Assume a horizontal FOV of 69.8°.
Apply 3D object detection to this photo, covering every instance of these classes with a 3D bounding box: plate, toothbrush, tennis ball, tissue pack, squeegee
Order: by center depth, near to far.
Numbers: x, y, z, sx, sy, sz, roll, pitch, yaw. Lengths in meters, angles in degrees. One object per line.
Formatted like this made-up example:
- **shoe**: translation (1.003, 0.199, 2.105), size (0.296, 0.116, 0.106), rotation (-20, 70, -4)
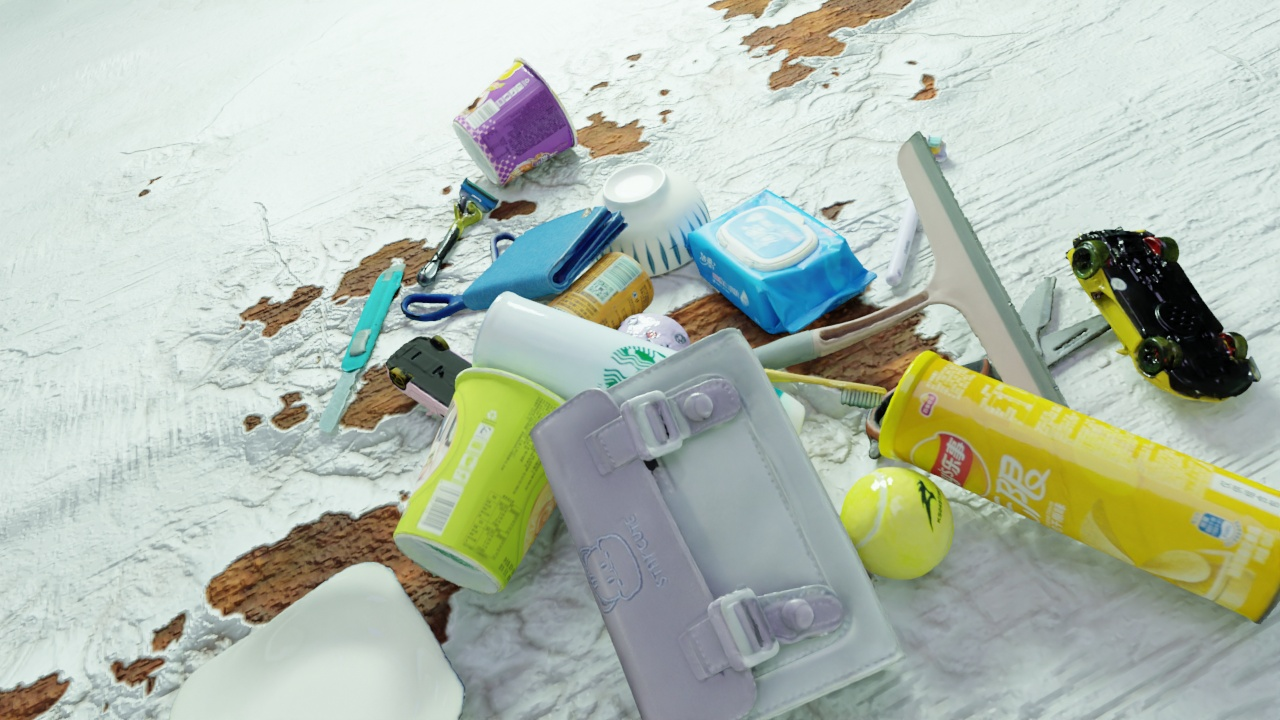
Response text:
- **tennis ball**: translation (0.151, 0.096, 0.544), size (0.065, 0.065, 0.065), rotation (-10, 43, 9)
- **plate**: translation (-0.196, 0.218, 0.563), size (0.163, 0.034, 0.164), rotation (-34, 45, -16)
- **toothbrush**: translation (0.075, 0.013, 0.643), size (0.192, 0.016, 0.018), rotation (7, 79, 24)
- **squeegee**: translation (0.132, -0.018, 0.665), size (0.250, 0.040, 0.247), rotation (-21, 61, 11)
- **tissue pack**: translation (0.110, -0.083, 0.752), size (0.095, 0.052, 0.157), rotation (-31, 44, -12)
- **toothbrush**: translation (0.235, -0.129, 0.781), size (0.021, 0.029, 0.188), rotation (-34, 24, 51)

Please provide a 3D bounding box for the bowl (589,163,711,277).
- **bowl**: translation (0.003, -0.136, 0.834), size (0.116, 0.066, 0.116), rotation (-10, 43, 10)

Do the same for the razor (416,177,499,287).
- **razor**: translation (-0.190, -0.123, 0.923), size (0.042, 0.022, 0.142), rotation (31, 53, -12)

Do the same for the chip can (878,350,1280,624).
- **chip can**: translation (0.248, 0.064, 0.521), size (0.213, 0.072, 0.071), rotation (24, 57, 29)

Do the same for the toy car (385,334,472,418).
- **toy car**: translation (-0.156, 0.022, 0.752), size (0.122, 0.037, 0.056), rotation (30, 58, 25)

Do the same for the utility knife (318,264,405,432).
- **utility knife**: translation (-0.254, -0.018, 0.842), size (0.029, 0.013, 0.222), rotation (-7, 44, 13)

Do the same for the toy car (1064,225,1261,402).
- **toy car**: translation (0.344, -0.032, 0.616), size (0.071, 0.041, 0.155), rotation (-6, 53, -13)

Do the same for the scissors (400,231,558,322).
- **scissors**: translation (-0.139, -0.065, 0.852), size (0.173, 0.012, 0.162), rotation (0, 47, 16)

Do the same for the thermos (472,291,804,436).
- **thermos**: translation (-0.001, 0.018, 0.627), size (0.224, 0.073, 0.073), rotation (19, 52, 11)

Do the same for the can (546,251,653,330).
- **can**: translation (-0.052, -0.026, 0.739), size (0.058, 0.058, 0.145), rotation (20, 50, 34)

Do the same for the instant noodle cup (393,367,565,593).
- **instant noodle cup**: translation (-0.103, 0.087, 0.622), size (0.112, 0.112, 0.123), rotation (10, 58, 27)

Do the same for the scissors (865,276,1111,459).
- **scissors**: translation (0.251, 0.016, 0.630), size (0.189, 0.015, 0.226), rotation (-4, 44, 16)

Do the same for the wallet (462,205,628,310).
- **wallet**: translation (-0.084, -0.086, 0.793), size (0.133, 0.040, 0.106), rotation (-6, 36, 47)

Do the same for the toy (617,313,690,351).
- **toy**: translation (-0.004, 0.004, 0.709), size (0.084, 0.039, 0.107), rotation (25, 56, 13)

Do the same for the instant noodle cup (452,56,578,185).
- **instant noodle cup**: translation (-0.137, -0.246, 0.975), size (0.099, 0.111, 0.111), rotation (-39, 46, -7)

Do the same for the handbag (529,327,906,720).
- **handbag**: translation (0.036, 0.100, 0.513), size (0.145, 0.098, 0.197), rotation (-27, 70, 7)
